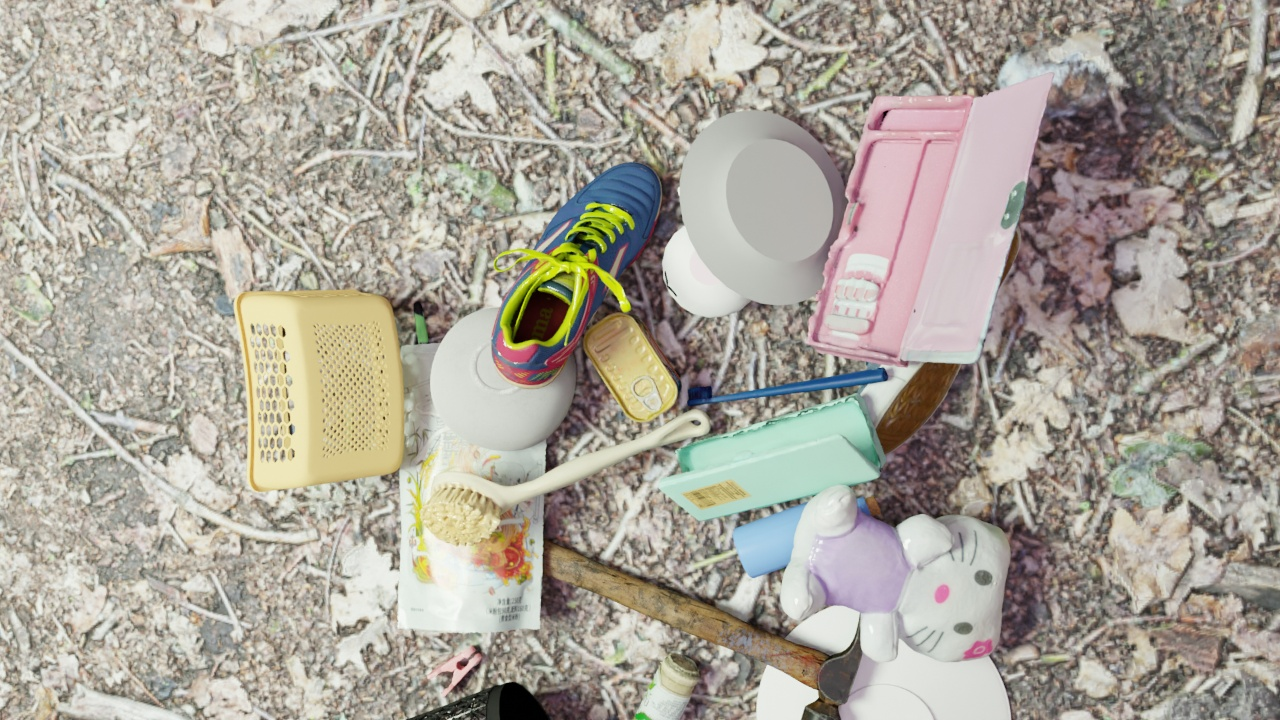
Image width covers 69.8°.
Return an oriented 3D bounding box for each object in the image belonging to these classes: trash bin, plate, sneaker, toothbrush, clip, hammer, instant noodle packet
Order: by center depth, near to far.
[{"bbox_3d":[0.114,-0.134,0.783,0.172,0.019,0.172,4,80,-24],"label":"plate"},{"bbox_3d":[-0.046,-0.086,0.787,0.116,0.091,0.241,26,69,8],"label":"sneaker"},{"bbox_3d":[0.237,-0.025,0.802,0.079,0.087,0.236,36,103,40],"label":"sneaker"},{"bbox_3d":[0.123,0.022,0.806,0.190,0.016,0.017,-9,83,33],"label":"toothbrush"},{"bbox_3d":[-0.193,0.421,0.825,0.243,0.217,0.217,-28,89,3],"label":"trash bin"},{"bbox_3d":[0.221,0.334,0.837,0.229,0.030,0.229,0,93,9],"label":"plate"},{"bbox_3d":[0.040,0.225,0.850,0.330,0.033,0.120,19,84,12],"label":"hammer"},{"bbox_3d":[-0.159,0.115,0.860,0.147,0.057,0.269,-1,83,0],"label":"instant noodle packet"},{"bbox_3d":[-0.203,0.036,0.893,0.014,0.017,0.188,-10,91,0],"label":"toothbrush"},{"bbox_3d":[-0.179,0.307,0.902,0.057,0.022,0.035,-40,83,7],"label":"clip"}]

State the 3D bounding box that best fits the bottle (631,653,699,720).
[{"bbox_3d":[0.019,0.331,0.863,0.043,0.042,0.110,25,96,6],"label":"bottle"}]

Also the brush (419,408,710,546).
[{"bbox_3d":[-0.063,0.098,0.820,0.272,0.062,0.077,-18,48,-9],"label":"brush"}]

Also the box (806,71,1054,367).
[{"bbox_3d":[0.236,-0.108,0.742,0.055,0.180,0.232,21,84,-37],"label":"box"}]

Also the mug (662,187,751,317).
[{"bbox_3d":[0.058,-0.099,0.814,0.090,0.076,0.124,-23,90,9],"label":"mug"}]

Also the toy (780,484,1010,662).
[{"bbox_3d":[0.219,0.185,0.781,0.209,0.085,0.137,18,91,-17],"label":"toy"}]

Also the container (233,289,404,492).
[{"bbox_3d":[-0.304,0.025,0.861,0.167,0.129,0.183,-2,93,50],"label":"container"}]

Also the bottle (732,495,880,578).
[{"bbox_3d":[0.152,0.153,0.828,0.131,0.048,0.048,-22,90,9],"label":"bottle"}]

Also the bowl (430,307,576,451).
[{"bbox_3d":[-0.124,0.013,0.832,0.132,0.064,0.131,1,74,-4],"label":"bowl"}]

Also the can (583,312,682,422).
[{"bbox_3d":[-0.005,0.005,0.838,0.054,0.059,0.100,-33,88,9],"label":"can"}]

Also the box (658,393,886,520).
[{"bbox_3d":[0.106,0.095,0.783,0.189,0.079,0.077,-19,92,34],"label":"box"}]
